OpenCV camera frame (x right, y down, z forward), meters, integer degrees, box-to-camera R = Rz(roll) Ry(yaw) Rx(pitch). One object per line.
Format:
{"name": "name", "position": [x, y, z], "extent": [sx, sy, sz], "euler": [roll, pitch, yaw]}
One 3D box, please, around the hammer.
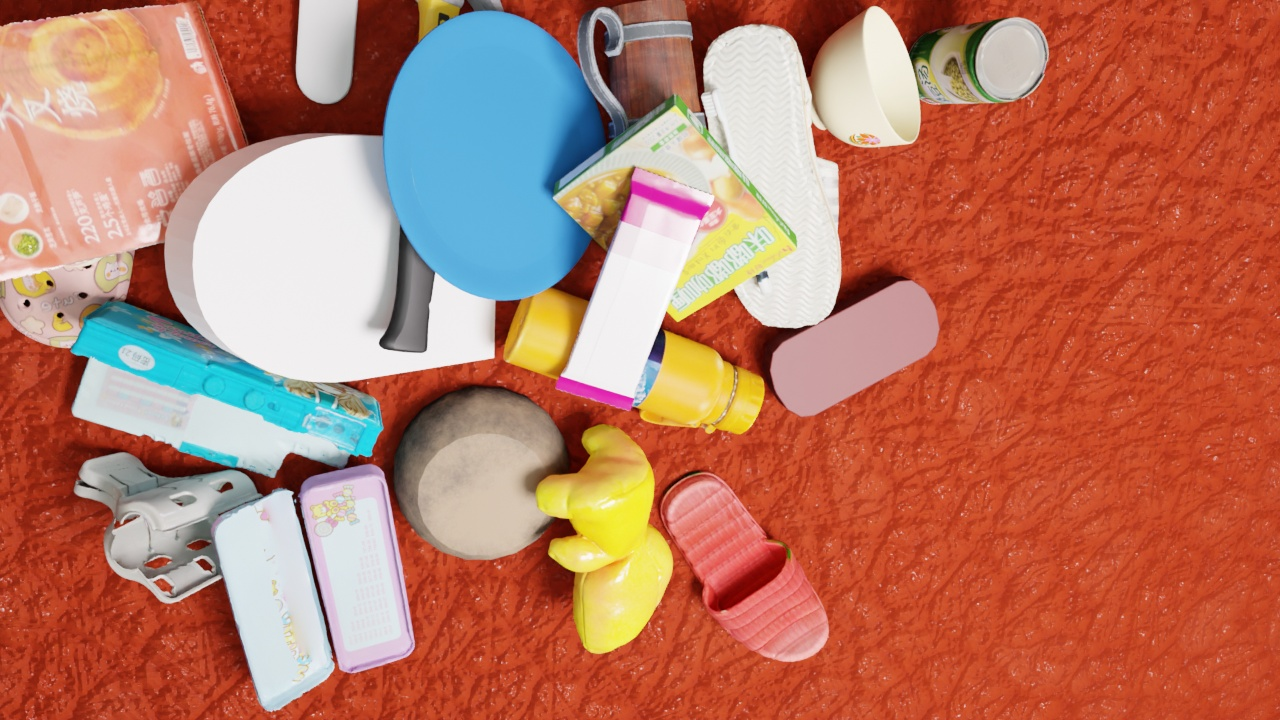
{"name": "hammer", "position": [-0.168, -0.167, 0.720], "extent": [0.126, 0.029, 0.323], "euler": [4, 92, -46]}

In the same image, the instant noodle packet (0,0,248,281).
{"name": "instant noodle packet", "position": [-0.404, -0.152, 0.648], "extent": [0.220, 0.084, 0.164], "euler": [-27, 113, -37]}

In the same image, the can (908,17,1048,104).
{"name": "can", "position": [0.287, -0.257, 0.794], "extent": [0.067, 0.121, 0.067], "euler": [-3, 105, -11]}

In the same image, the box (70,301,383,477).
{"name": "box", "position": [-0.337, 0.028, 0.761], "extent": [0.227, 0.169, 0.086], "euler": [24, 59, -21]}

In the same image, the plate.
{"name": "plate", "position": [-0.114, -0.161, 0.739], "extent": [0.223, 0.024, 0.224], "euler": [-9, 103, -46]}

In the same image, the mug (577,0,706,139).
{"name": "mug", "position": [-0.002, -0.233, 0.754], "extent": [0.117, 0.082, 0.111], "euler": [-18, 108, -44]}

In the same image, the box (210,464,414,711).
{"name": "box", "position": [-0.285, 0.202, 0.814], "extent": [0.151, 0.041, 0.214], "euler": [-18, 121, -30]}

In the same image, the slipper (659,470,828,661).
{"name": "slipper", "position": [0.109, 0.220, 0.922], "extent": [0.103, 0.059, 0.249], "euler": [-38, 108, 0]}

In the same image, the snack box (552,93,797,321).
{"name": "snack box", "position": [0.030, -0.120, 0.768], "extent": [0.132, 0.027, 0.168], "euler": [-31, 123, 28]}

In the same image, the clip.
{"name": "clip", "position": [-0.389, 0.117, 0.764], "extent": [0.105, 0.126, 0.151], "euler": [-43, 85, 11]}

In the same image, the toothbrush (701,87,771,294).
{"name": "toothbrush", "position": [0.084, -0.141, 0.790], "extent": [0.017, 0.012, 0.187], "euler": [-2, 119, 33]}

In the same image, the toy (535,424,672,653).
{"name": "toy", "position": [-0.018, 0.161, 0.838], "extent": [0.088, 0.134, 0.194], "euler": [6, 120, 28]}

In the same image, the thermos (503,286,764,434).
{"name": "thermos", "position": [-0.005, 0.005, 0.837], "extent": [0.232, 0.092, 0.076], "euler": [20, 72, -16]}

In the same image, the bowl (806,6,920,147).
{"name": "bowl", "position": [0.185, -0.236, 0.799], "extent": [0.074, 0.117, 0.118], "euler": [-12, 113, 36]}

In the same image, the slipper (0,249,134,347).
{"name": "slipper", "position": [-0.445, -0.102, 0.709], "extent": [0.093, 0.081, 0.197], "euler": [19, 98, -15]}

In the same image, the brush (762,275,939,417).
{"name": "brush", "position": [0.199, -0.016, 0.884], "extent": [0.173, 0.042, 0.082], "euler": [-28, 109, -3]}

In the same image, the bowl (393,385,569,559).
{"name": "bowl", "position": [-0.143, 0.109, 0.833], "extent": [0.162, 0.070, 0.162], "euler": [-3, 105, -11]}

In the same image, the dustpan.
{"name": "dustpan", "position": [-0.236, -0.083, 0.737], "extent": [0.257, 0.053, 0.192], "euler": [-11, 110, -44]}

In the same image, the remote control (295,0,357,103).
{"name": "remote control", "position": [-0.251, -0.276, 0.736], "extent": [0.043, 0.013, 0.136], "euler": [5, 104, -13]}

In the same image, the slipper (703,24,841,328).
{"name": "slipper", "position": [0.116, -0.157, 0.808], "extent": [0.114, 0.053, 0.273], "euler": [-9, 117, 14]}

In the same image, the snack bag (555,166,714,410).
{"name": "snack bag", "position": [-0.006, -0.054, 0.757], "extent": [0.070, 0.016, 0.197], "euler": [17, 107, -12]}
